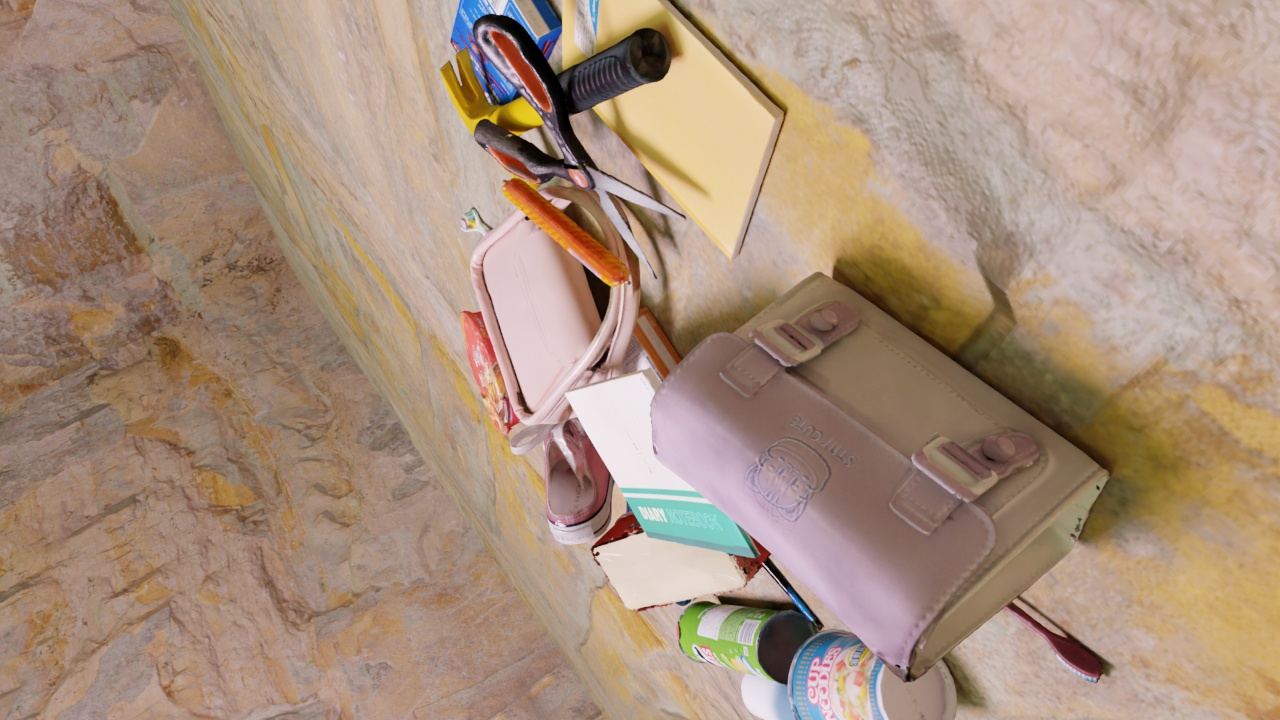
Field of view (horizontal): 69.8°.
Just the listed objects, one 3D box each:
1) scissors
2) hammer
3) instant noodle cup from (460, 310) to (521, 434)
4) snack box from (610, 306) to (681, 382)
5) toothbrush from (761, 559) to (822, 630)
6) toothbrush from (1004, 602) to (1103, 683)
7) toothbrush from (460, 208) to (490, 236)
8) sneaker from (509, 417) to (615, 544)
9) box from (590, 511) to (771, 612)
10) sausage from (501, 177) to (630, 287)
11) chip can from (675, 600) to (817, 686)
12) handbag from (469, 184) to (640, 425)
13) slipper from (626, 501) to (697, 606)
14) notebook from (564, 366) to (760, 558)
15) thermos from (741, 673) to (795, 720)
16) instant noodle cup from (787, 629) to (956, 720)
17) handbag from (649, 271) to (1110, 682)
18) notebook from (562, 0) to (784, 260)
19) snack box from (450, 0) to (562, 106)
[{"bbox_3d":[-0.059,-0.147,0.667,0.221,0.021,0.233,21,151,51],"label":"scissors"},{"bbox_3d":[-0.066,-0.191,0.674,0.129,0.032,0.301,50,161,-22],"label":"hammer"},{"bbox_3d":[-0.121,-0.004,0.987,0.138,0.108,0.138,160,90,-73],"label":"instant noodle cup"},{"bbox_3d":[-0.005,0.005,0.879,0.075,0.026,0.154,57,159,3],"label":"snack box"},{"bbox_3d":[0.110,0.189,0.896,0.189,0.016,0.014,49,163,20],"label":"toothbrush"},{"bbox_3d":[0.212,0.141,0.594,0.187,0.016,0.017,38,162,41],"label":"toothbrush"},{"bbox_3d":[-0.150,-0.121,1.039,0.020,0.029,0.189,15,-160,-51],"label":"toothbrush"},{"bbox_3d":[-0.070,0.090,0.976,0.240,0.118,0.088,-93,-8,-62],"label":"sneaker"},{"bbox_3d":[0.034,0.186,0.875,0.169,0.077,0.091,-26,99,42],"label":"box"},{"bbox_3d":[-0.063,-0.106,0.743,0.165,0.021,0.021,42,155,29],"label":"sausage"},{"bbox_3d":[0.107,0.296,0.975,0.072,0.072,0.236,57,159,2],"label":"chip can"},{"bbox_3d":[-0.065,-0.062,0.824,0.235,0.093,0.193,-46,62,57],"label":"handbag"},{"bbox_3d":[0.012,0.196,1.022,0.105,0.095,0.253,37,154,38],"label":"slipper"},{"bbox_3d":[0.008,0.079,0.705,0.150,0.012,0.209,60,160,-4],"label":"notebook"},{"bbox_3d":[0.172,0.341,0.903,0.070,0.070,0.221,58,160,-1],"label":"thermos"},{"bbox_3d":[0.187,0.262,0.727,0.099,0.099,0.110,57,152,3],"label":"instant noodle cup"},{"bbox_3d":[0.118,0.054,0.498,0.197,0.144,0.098,41,157,35],"label":"handbag"},{"bbox_3d":[0.010,-0.177,0.605,0.206,0.010,0.146,50,159,19],"label":"notebook"},{"bbox_3d":[-0.112,-0.262,0.737,0.084,0.026,0.157,57,160,-3],"label":"snack box"}]
